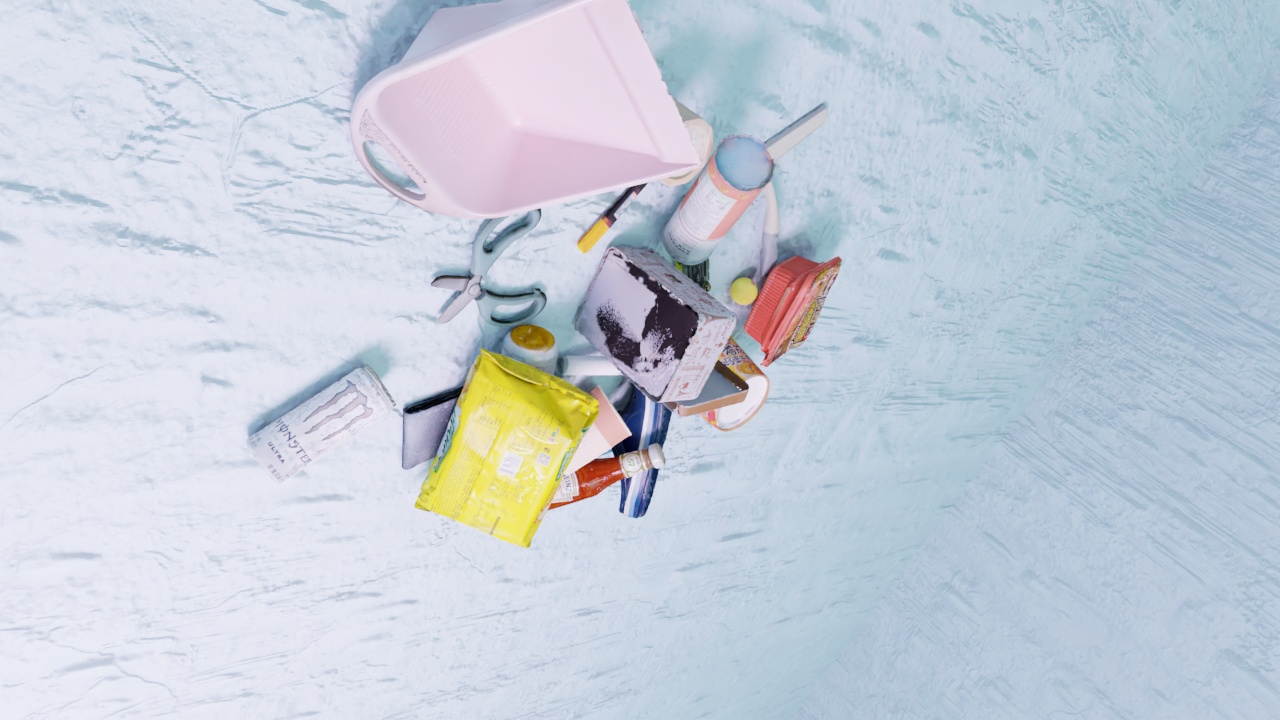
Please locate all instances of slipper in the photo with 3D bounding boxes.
[{"bbox_3d":[-0.007,0.108,1.351,0.105,0.095,0.253,-61,160,-72],"label":"slipper"}]

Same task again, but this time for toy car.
[{"bbox_3d":[0.068,-0.122,1.243,0.048,0.032,0.105,-26,130,-28],"label":"toy car"}]

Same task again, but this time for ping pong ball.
[{"bbox_3d":[0.152,-0.102,1.347,0.040,0.040,0.040,-29,143,-25],"label":"ping pong ball"}]

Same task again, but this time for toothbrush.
[{"bbox_3d":[-0.007,0.007,1.244,0.220,0.026,0.027,1,156,-28],"label":"toothbrush"}]

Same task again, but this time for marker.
[{"bbox_3d":[-0.031,-0.177,1.091,0.124,0.015,0.018,-48,148,-2],"label":"marker"}]

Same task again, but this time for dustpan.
[{"bbox_3d":[-0.109,-0.198,0.813,0.138,0.274,0.222,-66,148,-17],"label":"dustpan"}]

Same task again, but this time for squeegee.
[{"bbox_3d":[0.178,-0.193,1.282,0.246,0.039,0.247,-35,146,-16],"label":"squeegee"}]

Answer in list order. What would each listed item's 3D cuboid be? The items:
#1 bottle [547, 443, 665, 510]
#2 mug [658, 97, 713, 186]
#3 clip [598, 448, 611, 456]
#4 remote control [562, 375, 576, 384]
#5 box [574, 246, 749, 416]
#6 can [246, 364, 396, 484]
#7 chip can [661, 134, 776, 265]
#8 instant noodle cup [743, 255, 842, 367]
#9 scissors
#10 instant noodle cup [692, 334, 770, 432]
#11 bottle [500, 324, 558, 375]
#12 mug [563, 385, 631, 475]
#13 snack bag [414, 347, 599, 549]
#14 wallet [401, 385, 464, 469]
[{"bbox_3d":[-0.066,0.162,1.291,0.206,0.059,0.060,-18,147,10],"label":"bottle"},{"bbox_3d":[0.000,-0.241,0.976,0.124,0.103,0.084,-20,139,-35],"label":"mug"},{"bbox_3d":[-0.047,0.131,1.396,0.056,0.015,0.050,-26,144,-31],"label":"clip"},{"bbox_3d":[-0.109,0.064,1.178,0.134,0.019,0.056,-74,-177,-62],"label":"remote control"},{"bbox_3d":[0.051,-0.036,1.178,0.192,0.183,0.157,-5,129,-48],"label":"box"},{"bbox_3d":[-0.335,0.066,0.967,0.146,0.058,0.058,-35,145,-17],"label":"can"},{"bbox_3d":[0.086,-0.183,1.072,0.071,0.071,0.215,-33,175,-20],"label":"chip can"},{"bbox_3d":[0.224,-0.085,1.383,0.188,0.079,0.165,-31,149,-60],"label":"instant noodle cup"},{"bbox_3d":[-0.152,-0.094,1.040,0.170,0.019,0.178,-49,148,2],"label":"scissors"},{"bbox_3d":[0.122,0.035,1.396,0.137,0.110,0.138,-28,142,-25],"label":"instant noodle cup"},{"bbox_3d":[-0.150,0.045,1.143,0.067,0.068,0.190,-16,136,-38],"label":"bottle"},{"bbox_3d":[-0.079,0.096,1.268,0.106,0.081,0.114,-34,-178,-2],"label":"mug"},{"bbox_3d":[-0.160,0.113,1.094,0.068,0.158,0.247,-79,-166,-63],"label":"snack bag"},{"bbox_3d":[-0.238,0.078,1.127,0.120,0.019,0.097,-22,141,-35],"label":"wallet"}]
